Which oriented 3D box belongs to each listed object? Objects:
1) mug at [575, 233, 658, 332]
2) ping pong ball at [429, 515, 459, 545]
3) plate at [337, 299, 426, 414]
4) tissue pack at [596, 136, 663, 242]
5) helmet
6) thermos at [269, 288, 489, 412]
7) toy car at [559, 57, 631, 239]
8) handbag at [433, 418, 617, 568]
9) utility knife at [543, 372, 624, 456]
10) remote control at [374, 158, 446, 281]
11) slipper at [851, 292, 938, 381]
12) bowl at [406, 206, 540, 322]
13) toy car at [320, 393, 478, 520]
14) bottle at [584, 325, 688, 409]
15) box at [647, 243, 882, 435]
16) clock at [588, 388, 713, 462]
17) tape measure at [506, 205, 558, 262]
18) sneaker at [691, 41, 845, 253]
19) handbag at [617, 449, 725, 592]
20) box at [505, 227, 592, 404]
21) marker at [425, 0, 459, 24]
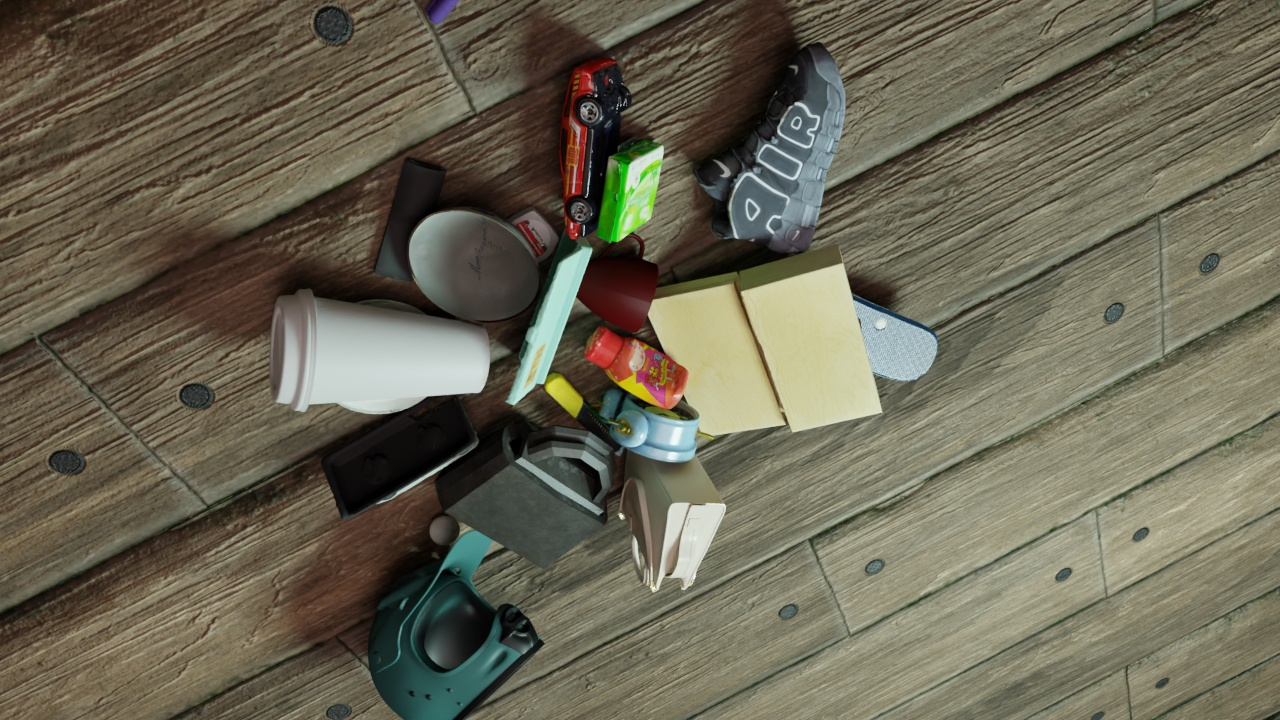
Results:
[{"bbox_3d":[-0.031,-0.100,1.095,0.088,0.087,0.114,16,87,-12],"label":"mug"},{"bbox_3d":[-0.264,0.229,1.239,0.040,0.040,0.040,-9,124,-14],"label":"ping pong ball"},{"bbox_3d":[-0.310,-0.005,1.090,0.156,0.014,0.157,-9,124,-14],"label":"plate"},{"bbox_3d":[-0.011,-0.192,1.023,0.034,0.113,0.100,20,121,16],"label":"tissue pack"},{"bbox_3d":[-0.258,0.363,1.233,0.275,0.200,0.176,-48,169,29],"label":"helmet"},{"bbox_3d":[-0.287,-0.007,1.018,0.221,0.131,0.132,3,120,-29],"label":"thermos"},{"bbox_3d":[-0.053,-0.228,0.997,0.056,0.081,0.190,16,121,18],"label":"toy car"},{"bbox_3d":[-0.127,0.151,1.197,0.200,0.102,0.197,-33,128,23],"label":"handbag"},{"bbox_3d":[-0.070,0.076,1.221,0.029,0.020,0.172,-36,125,7],"label":"utility knife"},{"bbox_3d":[-0.255,-0.151,1.012,0.045,0.021,0.141,12,118,-24],"label":"remote control"},{"bbox_3d":[0.259,-0.046,1.228,0.294,0.060,0.118,14,116,-12],"label":"slipper"},{"bbox_3d":[-0.179,-0.117,1.023,0.151,0.056,0.151,6,131,7],"label":"bowl"},{"bbox_3d":[-0.289,0.121,1.146,0.192,0.094,0.071,-31,156,1],"label":"toy car"},{"bbox_3d":[-0.007,0.007,1.159,0.134,0.071,0.049,30,135,-13],"label":"bottle"},{"bbox_3d":[0.161,-0.011,1.174,0.254,0.068,0.247,-9,129,22],"label":"box"},{"bbox_3d":[0.007,0.083,1.194,0.162,0.118,0.060,8,107,-31],"label":"clock"},{"bbox_3d":[-0.131,-0.141,1.059,0.062,0.020,0.060,-32,121,4],"label":"tape measure"},{"bbox_3d":[0.134,-0.238,1.048,0.150,0.097,0.253,-4,128,-14],"label":"sneaker"},{"bbox_3d":[0.026,0.222,1.238,0.101,0.194,0.198,5,116,-21],"label":"handbag"},{"bbox_3d":[-0.105,-0.052,1.059,0.052,0.138,0.187,16,116,-13],"label":"box"},{"bbox_3d":[-0.162,-0.384,0.898,0.018,0.015,0.134,44,102,-6],"label":"marker"}]
